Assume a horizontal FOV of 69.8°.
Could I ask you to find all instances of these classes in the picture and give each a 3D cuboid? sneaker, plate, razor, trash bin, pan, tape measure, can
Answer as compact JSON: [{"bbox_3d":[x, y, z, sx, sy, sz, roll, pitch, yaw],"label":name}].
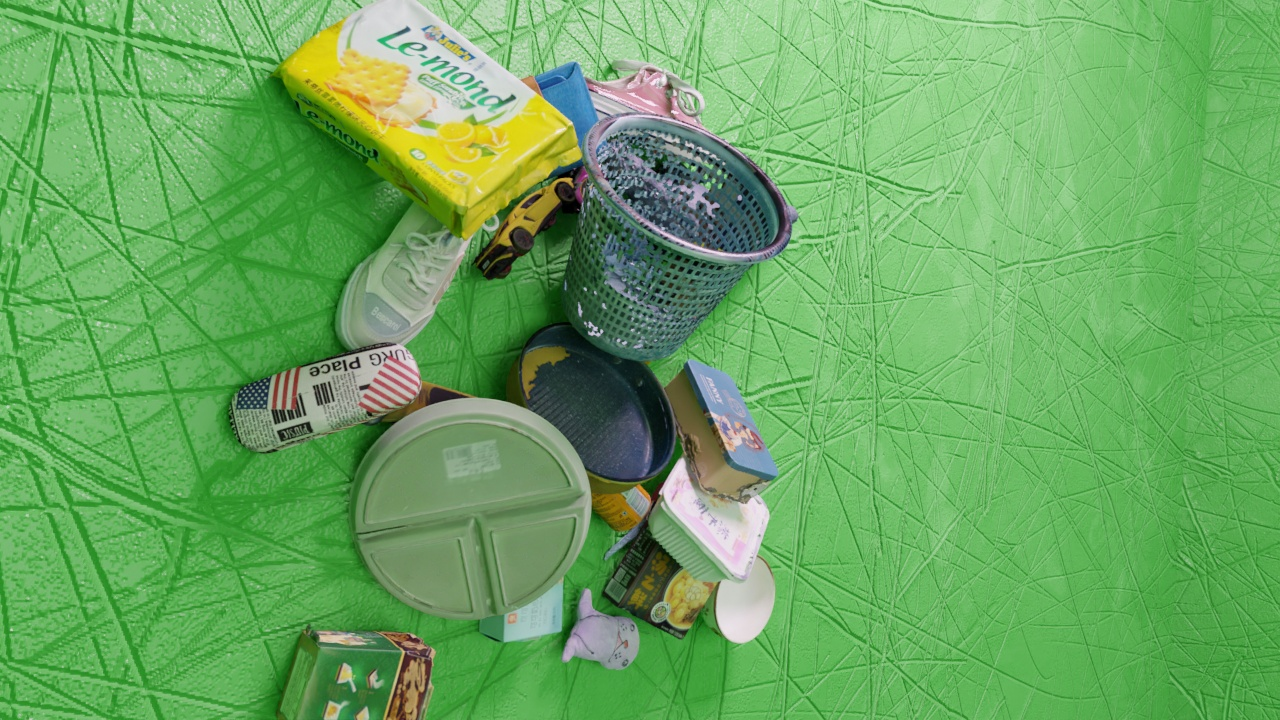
[{"bbox_3d":[0.018,-0.292,1.059,0.240,0.118,0.088,13,102,-36],"label":"sneaker"},{"bbox_3d":[-0.160,0.148,0.873,0.230,0.027,0.230,-3,106,-10],"label":"plate"},{"bbox_3d":[-0.201,0.043,0.896,0.167,0.068,0.062,18,61,-47],"label":"razor"},{"bbox_3d":[0.014,-0.113,0.964,0.226,0.196,0.226,16,42,-16],"label":"trash bin"},{"bbox_3d":[-0.006,0.006,1.028,0.197,0.078,0.356,47,38,-1],"label":"pan"},{"bbox_3d":[-0.065,-0.192,1.026,0.057,0.039,0.057,-17,105,-35],"label":"tape measure"},{"bbox_3d":[-0.198,-0.106,0.875,0.089,0.091,0.241,40,66,-33],"label":"sneaker"},{"bbox_3d":[-0.051,0.127,1.023,0.146,0.058,0.058,50,60,-26],"label":"can"}]

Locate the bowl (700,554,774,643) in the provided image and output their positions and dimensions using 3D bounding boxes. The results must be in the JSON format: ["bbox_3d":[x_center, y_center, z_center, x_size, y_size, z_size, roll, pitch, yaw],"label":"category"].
[{"bbox_3d":[0.114,0.297,1.172,0.113,0.062,0.113,-1,92,-40],"label":"bowl"}]

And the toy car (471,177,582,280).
[{"bbox_3d":[-0.116,-0.140,0.948,0.041,0.071,0.155,43,53,-9],"label":"toy car"}]

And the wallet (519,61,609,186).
[{"bbox_3d":[-0.108,-0.241,0.958,0.133,0.040,0.106,-25,112,-12],"label":"wallet"}]

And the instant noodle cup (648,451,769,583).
[{"bbox_3d":[0.074,0.182,1.068,0.138,0.060,0.173,46,28,-3],"label":"instant noodle cup"}]

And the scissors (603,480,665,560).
[{"bbox_3d":[0.005,0.201,1.108,0.133,0.017,0.133,-38,115,-30],"label":"scissors"}]

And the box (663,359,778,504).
[{"bbox_3d":[0.090,0.080,1.097,0.089,0.062,0.184,19,37,-41],"label":"box"}]

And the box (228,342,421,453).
[{"bbox_3d":[-0.274,0.033,0.808,0.164,0.060,0.072,-16,59,-11],"label":"box"}]

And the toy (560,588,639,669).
[{"bbox_3d":[-0.042,0.315,1.051,0.108,0.039,0.083,32,65,-35],"label":"toy"}]

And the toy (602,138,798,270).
[{"bbox_3d":[0.083,-0.173,1.125,0.355,0.092,0.137,12,70,-43],"label":"toy"}]

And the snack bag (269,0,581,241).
[{"bbox_3d":[-0.194,-0.222,0.832,0.246,0.068,0.157,39,58,7],"label":"snack bag"}]

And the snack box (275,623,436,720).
[{"bbox_3d":[-0.259,0.299,0.821,0.105,0.118,0.117,21,76,-27],"label":"snack box"}]

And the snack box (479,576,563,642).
[{"bbox_3d":[-0.124,0.203,0.969,0.074,0.052,0.175,3,88,-42],"label":"snack box"}]

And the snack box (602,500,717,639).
[{"bbox_3d":[0.032,0.251,1.095,0.113,0.053,0.125,36,83,-32],"label":"snack box"}]
